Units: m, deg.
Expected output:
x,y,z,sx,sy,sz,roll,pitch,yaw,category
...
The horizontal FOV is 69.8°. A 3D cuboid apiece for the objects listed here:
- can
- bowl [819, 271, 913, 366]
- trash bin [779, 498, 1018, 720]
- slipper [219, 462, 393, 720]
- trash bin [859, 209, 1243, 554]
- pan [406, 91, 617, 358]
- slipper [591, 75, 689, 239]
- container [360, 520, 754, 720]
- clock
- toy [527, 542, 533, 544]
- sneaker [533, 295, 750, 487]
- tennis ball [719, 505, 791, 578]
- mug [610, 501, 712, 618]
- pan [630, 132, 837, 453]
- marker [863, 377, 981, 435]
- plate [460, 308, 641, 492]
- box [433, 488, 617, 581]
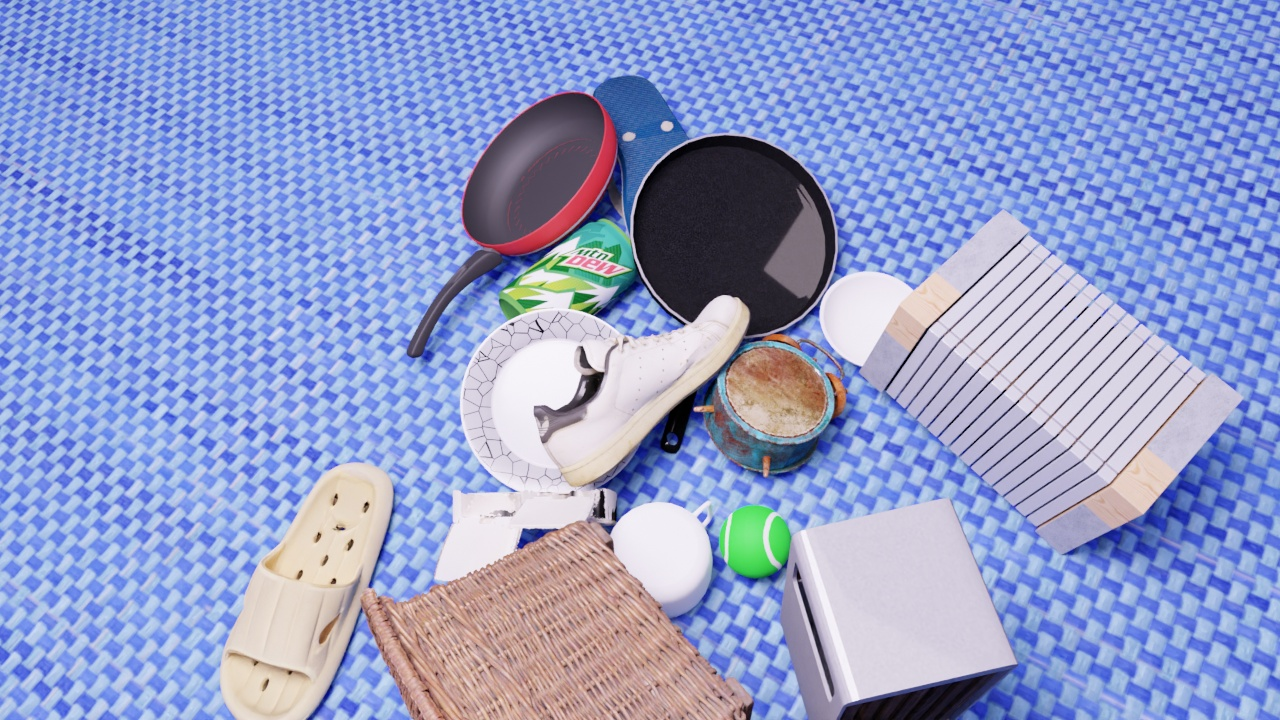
x,y,z,sx,sy,sz,roll,pitch,yaw,category
-0.074,-0.082,0.988,0.144,0.083,0.083,-41,63,-17,can
0.236,-0.034,0.947,0.110,0.041,0.109,0,66,-1,bowl
0.181,0.212,0.698,0.114,0.229,0.114,-12,59,-2,trash bin
-0.314,0.203,0.849,0.111,0.079,0.260,9,60,15,slipper
0.351,0.021,0.823,0.142,0.143,0.247,-40,72,-17,trash bin
-0.149,-0.147,1.026,0.209,0.067,0.355,16,74,44,pan
0.018,-0.214,1.073,0.118,0.060,0.294,-16,63,-7,slipper
-0.052,0.245,0.648,0.182,0.162,0.250,-29,51,-25,container
0.135,0.037,0.899,0.157,0.073,0.121,-37,71,-29,clock
-0.098,0.215,0.832,0.102,0.050,0.093,-26,63,-6,toy
-0.005,0.005,0.862,0.241,0.089,0.102,-44,103,-17,sneaker
0.104,0.164,0.832,0.065,0.065,0.065,-3,59,4,tennis ball
0.025,0.174,0.833,0.115,0.068,0.094,-42,64,-18,mug
0.079,-0.071,0.967,0.225,0.034,0.355,19,77,-6,pan
0.288,0.047,0.914,0.152,0.011,0.011,30,67,21,marker
-0.085,0.042,0.923,0.188,0.016,0.188,0,84,1,plate
-0.100,0.143,0.813,0.145,0.185,0.066,-2,98,8,box
